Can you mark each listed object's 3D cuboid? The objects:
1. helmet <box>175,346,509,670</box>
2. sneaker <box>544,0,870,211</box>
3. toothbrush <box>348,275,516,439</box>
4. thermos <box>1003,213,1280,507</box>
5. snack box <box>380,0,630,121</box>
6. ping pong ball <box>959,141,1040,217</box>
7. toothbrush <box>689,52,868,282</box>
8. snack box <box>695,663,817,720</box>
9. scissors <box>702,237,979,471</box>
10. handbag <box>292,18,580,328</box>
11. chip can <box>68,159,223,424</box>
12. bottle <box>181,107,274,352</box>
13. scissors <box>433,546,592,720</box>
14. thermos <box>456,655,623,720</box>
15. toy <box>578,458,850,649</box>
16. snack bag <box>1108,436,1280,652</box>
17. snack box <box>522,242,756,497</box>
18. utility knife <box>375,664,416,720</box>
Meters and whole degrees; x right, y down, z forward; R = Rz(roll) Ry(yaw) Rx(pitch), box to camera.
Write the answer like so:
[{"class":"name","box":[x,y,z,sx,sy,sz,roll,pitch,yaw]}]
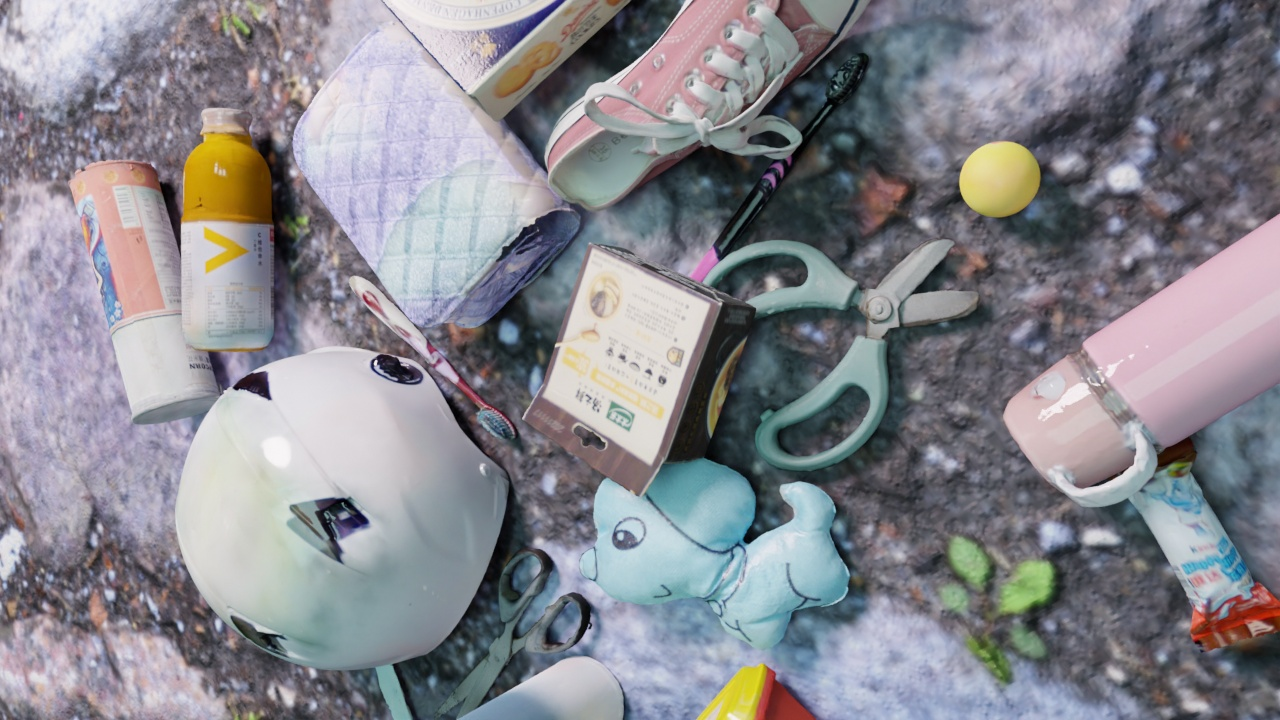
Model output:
[{"class":"helmet","box":[-0.239,0.107,0.654,0.258,0.145,0.229,41,108,19]},{"class":"sneaker","box":[0.037,-0.154,0.524,0.242,0.118,0.087,-33,40,29]},{"class":"toothbrush","box":[-0.159,-0.004,0.681,0.187,0.017,0.016,42,108,17]},{"class":"thermos","box":[0.275,-0.004,0.435,0.199,0.087,0.067,-38,112,21]},{"class":"snack box","box":[-0.088,-0.277,0.589,0.178,0.046,0.182,-42,73,2]},{"class":"ping pong ball","box":[0.193,-0.097,0.493,0.040,0.040,0.040,1,93,26]},{"class":"toothbrush","box":[0.076,-0.107,0.563,0.014,0.017,0.189,43,111,16]},{"class":"snack box","box":[0.070,0.244,0.553,0.080,0.081,0.091,37,108,6]},{"class":"scissors","box":[0.116,-0.001,0.548,0.175,0.019,0.176,-2,91,25]},{"class":"handbag","box":[-0.144,-0.126,0.636,0.134,0.075,0.194,-42,76,22]},{"class":"chip can","box":[-0.417,-0.058,0.774,0.071,0.071,0.214,-22,83,25]},{"class":"bottle","box":[-0.328,-0.102,0.730,0.068,0.068,0.189,2,93,26]},{"class":"scissors","box":[-0.104,0.207,0.671,0.171,0.014,0.150,-13,86,30]},{"class":"thermos","box":[-0.085,0.239,0.546,0.070,0.220,0.070,0,90,26]},{"class":"toy","box":[0.038,0.112,0.575,0.161,0.049,0.156,-39,75,13]},{"class":"snack bag","box":[0.282,0.093,0.468,0.048,0.026,0.104,-24,82,13]},{"class":"snack box","box":[-0.003,0.003,0.574,0.113,0.053,0.126,29,107,37]},{"class":"utility knife","box":[-0.169,0.316,0.703,0.034,0.018,0.204,-26,80,25]}]
